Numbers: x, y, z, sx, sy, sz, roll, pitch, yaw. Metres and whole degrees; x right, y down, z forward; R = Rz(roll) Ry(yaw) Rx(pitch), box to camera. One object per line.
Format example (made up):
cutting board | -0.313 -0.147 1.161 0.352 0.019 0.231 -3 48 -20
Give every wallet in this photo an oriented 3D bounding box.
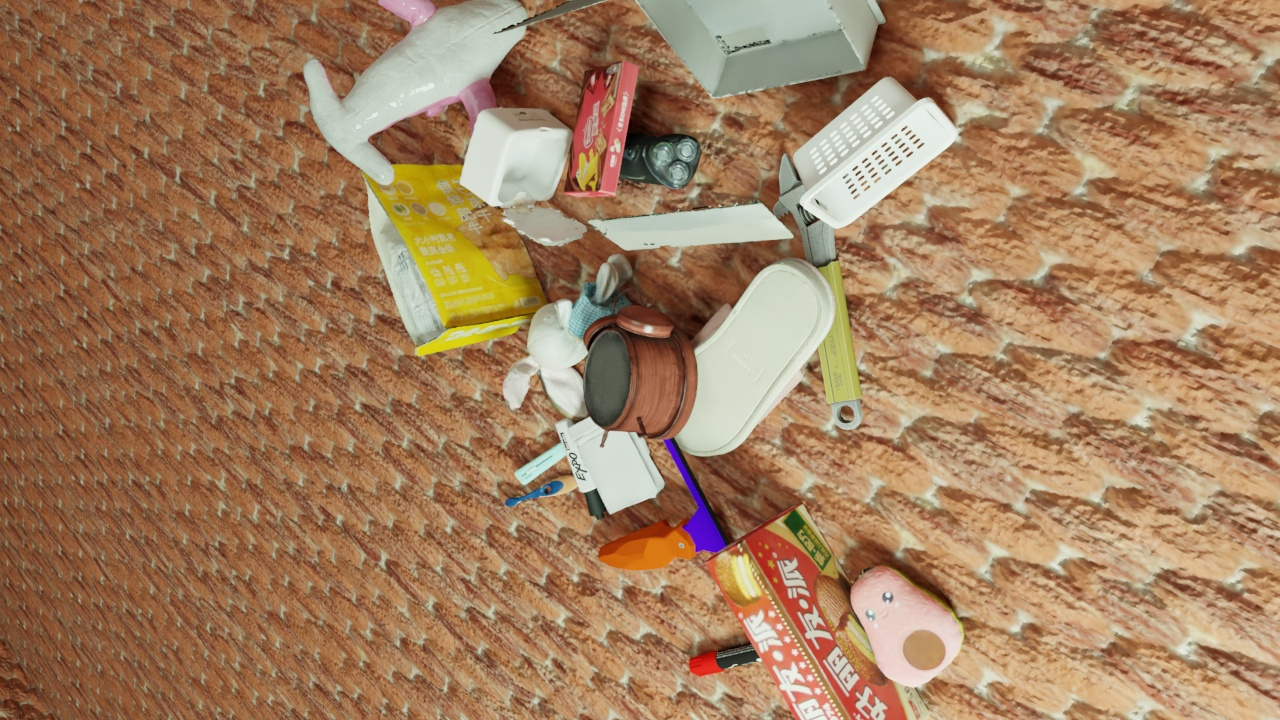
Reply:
wallet | -0.028 0.110 1.047 0.086 0.032 0.116 -24 93 34

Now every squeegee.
squeegee | 0.016 0.205 1.015 0.185 0.055 0.249 -22 98 46

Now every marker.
marker | -0.068 0.128 1.086 0.025 0.025 0.126 -17 94 40
marker | 0.111 0.320 0.993 0.145 0.021 0.023 -29 104 39

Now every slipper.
slipper | 0.103 0.001 0.903 0.114 0.054 0.275 51 136 13

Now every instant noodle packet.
instant noodle packet | -0.220 -0.130 1.066 0.084 0.162 0.221 -31 80 40

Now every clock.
clock | -0.006 0.005 0.926 0.121 0.072 0.157 -19 70 57

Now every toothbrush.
toothbrush | -0.122 0.164 1.151 0.135 0.017 0.021 -23 89 37

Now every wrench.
wrench | 0.176 -0.070 0.852 0.084 0.018 0.273 -9 94 36

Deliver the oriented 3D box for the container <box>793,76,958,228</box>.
container | 0.190 -0.177 0.770 0.129 0.080 0.049 -39 60 25

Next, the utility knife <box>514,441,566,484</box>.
utility knife | -0.112 0.120 1.133 0.129 0.015 0.022 -36 81 35

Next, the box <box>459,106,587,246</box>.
box | -0.112 -0.190 1.001 0.137 0.108 0.124 40 123 27

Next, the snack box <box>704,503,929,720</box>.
snack box | 0.169 0.264 0.874 0.060 0.113 0.236 -40 74 38

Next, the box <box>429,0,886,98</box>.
box | 0.033 -0.279 0.692 0.167 0.367 0.150 1 104 39

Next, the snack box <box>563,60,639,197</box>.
snack box | -0.042 -0.237 0.951 0.089 0.021 0.133 16 97 59

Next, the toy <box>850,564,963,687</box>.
toy | 0.240 0.242 0.851 0.110 0.051 0.090 49 117 24

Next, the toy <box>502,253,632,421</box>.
toy | -0.081 -0.041 1.022 0.206 0.130 0.105 -57 49 25

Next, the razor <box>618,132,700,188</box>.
razor | 0.002 -0.207 0.932 0.141 0.063 0.053 20 91 45

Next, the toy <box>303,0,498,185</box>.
toy | -0.241 -0.318 1.039 0.186 0.265 0.128 55 171 -9
